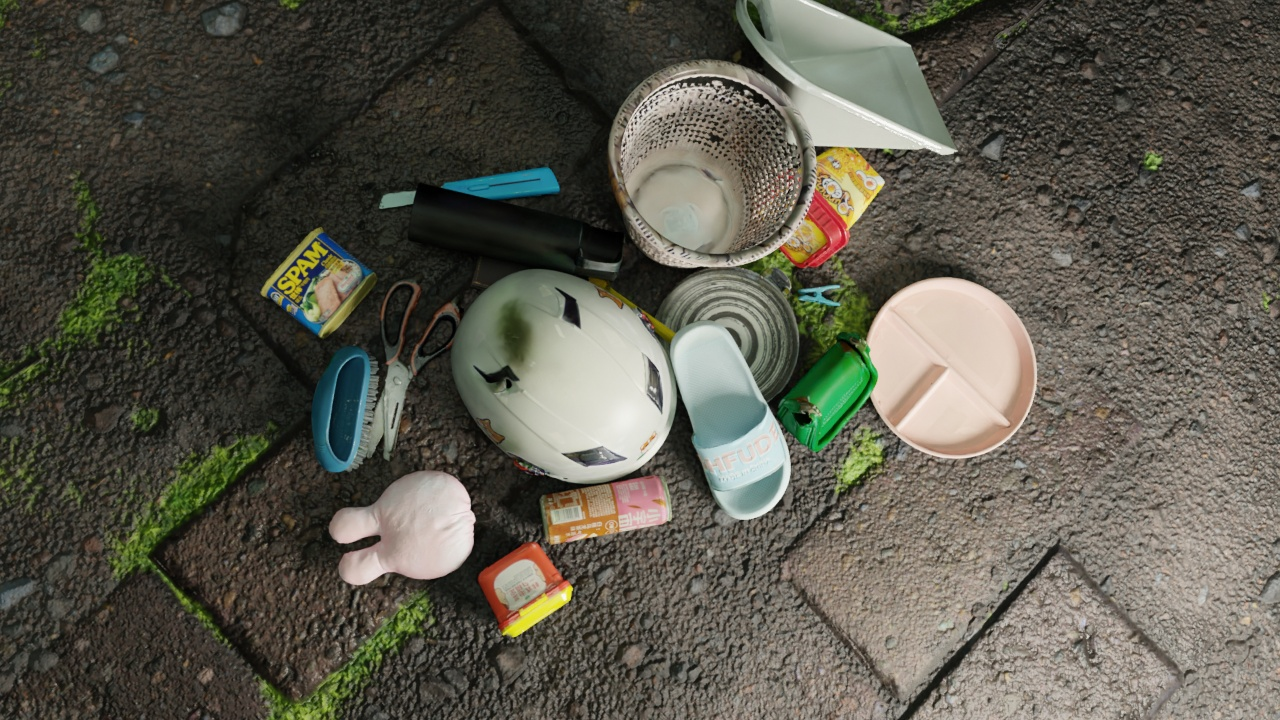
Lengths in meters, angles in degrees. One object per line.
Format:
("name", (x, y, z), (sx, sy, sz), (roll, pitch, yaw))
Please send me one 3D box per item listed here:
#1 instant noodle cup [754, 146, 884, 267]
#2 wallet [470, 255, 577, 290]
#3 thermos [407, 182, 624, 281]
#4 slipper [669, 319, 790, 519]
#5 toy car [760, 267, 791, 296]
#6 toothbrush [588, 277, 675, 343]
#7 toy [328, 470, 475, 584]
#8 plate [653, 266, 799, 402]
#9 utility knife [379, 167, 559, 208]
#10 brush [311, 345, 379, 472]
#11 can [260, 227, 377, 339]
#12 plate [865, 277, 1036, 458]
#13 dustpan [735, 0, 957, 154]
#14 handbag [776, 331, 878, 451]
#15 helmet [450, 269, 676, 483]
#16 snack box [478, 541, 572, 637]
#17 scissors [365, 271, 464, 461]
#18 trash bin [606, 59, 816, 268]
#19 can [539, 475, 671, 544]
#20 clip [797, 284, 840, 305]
("instant noodle cup", (0.223, -0.196, 1.127), (0.123, 0.116, 0.116), (-42, 90, -23))
("wallet", (-0.134, -0.120, 1.108), (0.122, 0.020, 0.096), (14, 85, -7))
("thermos", (-0.140, -0.143, 1.054), (0.242, 0.090, 0.068), (11, 106, -8))
("slipper", (0.104, 0.071, 1.063), (0.104, 0.074, 0.245), (-20, 101, 7))
("toy car", (0.145, -0.077, 1.133), (0.090, 0.035, 0.042), (-42, 91, -9))
("toothbrush", (0.013, -0.045, 1.102), (0.190, 0.016, 0.016), (38, 104, 6))
("toy", (-0.266, 0.191, 1.033), (0.159, 0.054, 0.121), (-13, 84, -4))
("plate", (0.102, -0.024, 1.107), (0.179, 0.024, 0.179), (1, 97, 12))
("utility knife", (-0.207, -0.204, 1.109), (0.216, 0.018, 0.034), (-9, 85, -8))
("brush", (-0.335, 0.053, 1.027), (0.055, 0.073, 0.143), (4, 80, 19))
("can", (-0.366, -0.087, 1.052), (0.083, 0.057, 0.102), (39, 80, -4))
("plate", (0.389, 0.009, 1.161), (0.229, 0.028, 0.229), (1, 82, -7))
("dustpan", (0.239, -0.363, 1.096), (0.258, 0.143, 0.222), (-5, 54, -2))
("handbag", (0.223, 0.037, 1.085), (0.068, 0.120, 0.131), (40, 81, 19))
("helmet", (-0.085, 0.014, 1.014), (0.274, 0.157, 0.230), (40, 85, 3))
("snack box", (-0.131, 0.255, 1.032), (0.091, 0.082, 0.080), (-32, 78, -11))
("scissors", (-0.268, 0.009, 1.074), (0.204, 0.015, 0.202), (-27, 88, -11))
("trash bin", (0.064, -0.198, 1.056), (0.227, 0.192, 0.227), (1, 82, -8))
("can", (-0.041, 0.173, 1.064), (0.147, 0.058, 0.058), (-9, 84, -9))
("clip", (0.225, -0.083, 1.157), (0.055, 0.013, 0.038), (2, 82, -9))
